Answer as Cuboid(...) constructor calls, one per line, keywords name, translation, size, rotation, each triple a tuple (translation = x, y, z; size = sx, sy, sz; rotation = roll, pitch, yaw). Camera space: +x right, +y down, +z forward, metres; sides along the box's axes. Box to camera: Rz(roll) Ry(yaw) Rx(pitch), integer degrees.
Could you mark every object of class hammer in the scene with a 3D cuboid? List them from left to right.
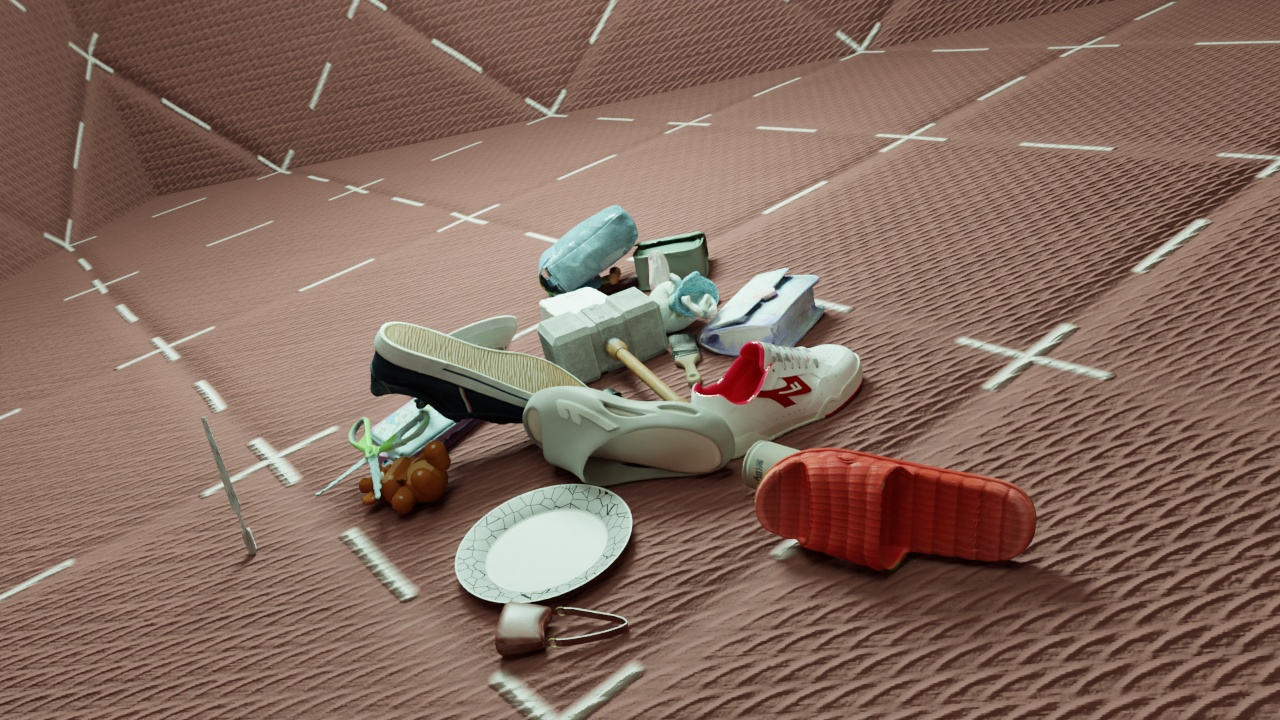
Cuboid(name="hammer", translation=(-0.007, 0.007, 1.202), size=(0.162, 0.083, 0.318), rotation=(-22, 27, -15))

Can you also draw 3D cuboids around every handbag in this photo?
Cuboid(name="handbag", translation=(-0.070, 0.244, 0.840), size=(0.120, 0.029, 0.055), rotation=(-4, 30, 9))
Cuboid(name="handbag", translation=(-0.083, -0.171, 1.546), size=(0.192, 0.118, 0.121), rotation=(-34, 18, 3))
Cuboid(name="handbag", translation=(0.050, -0.174, 1.547), size=(0.122, 0.067, 0.106), rotation=(-8, 26, 12))
Cuboid(name="handbag", translation=(0.169, -0.068, 1.284), size=(0.127, 0.069, 0.158), rotation=(7, 36, 39))

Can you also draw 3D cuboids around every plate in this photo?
Cuboid(name="plate", translation=(-0.258, -0.009, 1.340), size=(0.182, 0.034, 0.182), rotation=(-26, -7, -3))
Cuboid(name="plate", translation=(-0.099, 0.193, 0.959), size=(0.189, 0.016, 0.188), rotation=(-11, 27, 6))

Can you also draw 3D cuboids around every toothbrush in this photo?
Cuboid(name="toothbrush", translation=(-0.471, 0.144, 1.051), size=(0.010, 0.182, 0.010), rotation=(-17, 23, -18))

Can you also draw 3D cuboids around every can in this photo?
Cuboid(name="can", translation=(0.171, 0.122, 0.924), size=(0.136, 0.054, 0.054), rotation=(14, 38, 43))

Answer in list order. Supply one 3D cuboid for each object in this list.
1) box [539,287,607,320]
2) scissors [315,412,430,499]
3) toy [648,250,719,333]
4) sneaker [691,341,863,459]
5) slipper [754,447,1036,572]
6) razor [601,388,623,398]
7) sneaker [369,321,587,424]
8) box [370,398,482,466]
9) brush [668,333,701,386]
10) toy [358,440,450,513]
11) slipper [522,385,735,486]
Cuboid(name="box", translation=(-0.088, -0.051, 1.412), size=(0.102, 0.091, 0.107), rotation=(-18, 30, -26))
Cuboid(name="scissors", translation=(-0.327, 0.113, 1.116), size=(0.172, 0.021, 0.171), rotation=(-34, 39, -2))
Cuboid(name="toy", translation=(0.063, -0.079, 1.335), size=(0.106, 0.131, 0.205), rotation=(-59, 16, 6))
Cuboid(name="sneaker", translation=(0.161, 0.019, 1.073), size=(0.236, 0.104, 0.090), rotation=(-24, 28, -19))
Cuboid(name="slipper", translation=(0.217, 0.138, 0.819), size=(0.249, 0.103, 0.059), rotation=(2, 16, 25))
Cuboid(name="razor", translation=(-0.009, 0.064, 1.100), size=(0.053, 0.063, 0.141), rotation=(3, -5, -43))
Cuboid(name="sneaker", translation=(-0.198, 0.048, 1.156), size=(0.294, 0.127, 0.120), rotation=(15, 25, -19))
Cuboid(name="box", translation=(-0.263, 0.074, 1.236), size=(0.078, 0.065, 0.213), rotation=(20, 41, 29))
Cuboid(name="brush", translation=(0.065, -0.003, 1.267), size=(0.039, 0.012, 0.151), rotation=(-13, 26, 2))
Cuboid(name="toy", translation=(-0.287, 0.140, 1.104), size=(0.128, 0.065, 0.094), rotation=(-7, 35, 25))
Cuboid(name="slipper", translation=(-0.029, 0.098, 1.030), size=(0.266, 0.113, 0.080), rotation=(6, 43, 24))
